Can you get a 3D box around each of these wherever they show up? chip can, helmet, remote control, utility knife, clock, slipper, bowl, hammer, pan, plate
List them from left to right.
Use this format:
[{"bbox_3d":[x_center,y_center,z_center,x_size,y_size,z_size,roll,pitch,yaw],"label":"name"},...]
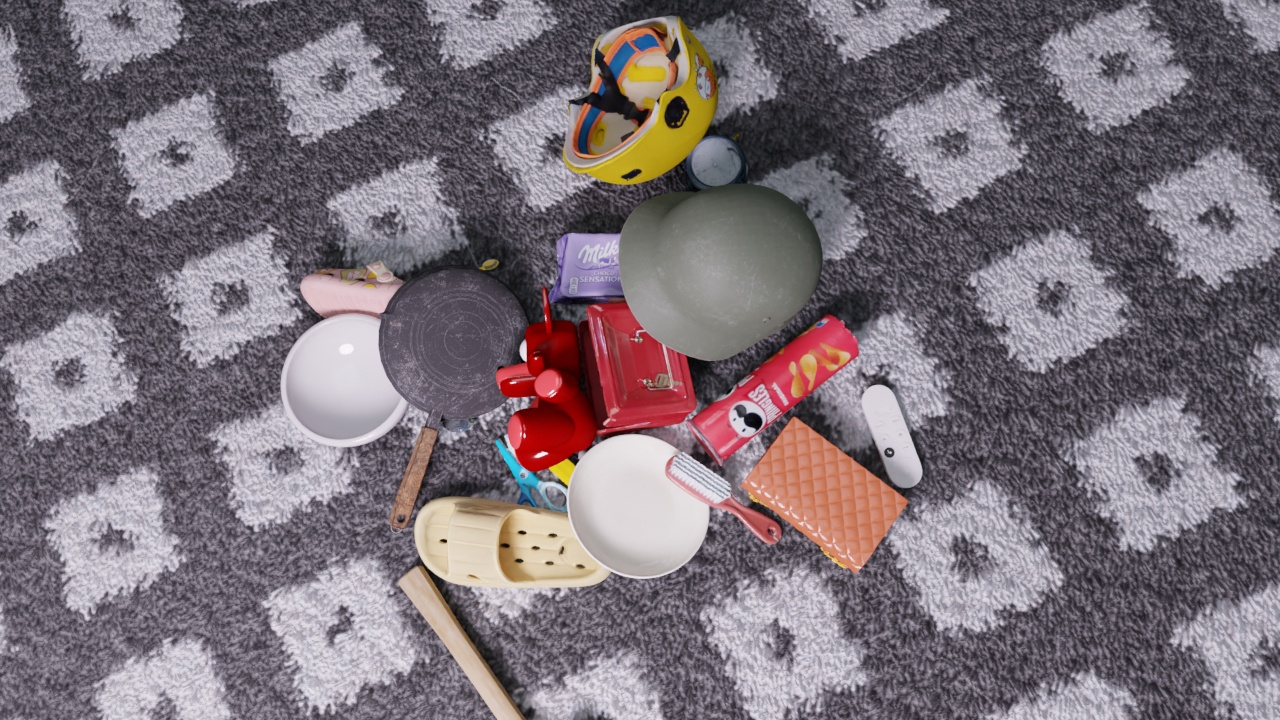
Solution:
[{"bbox_3d":[-0.378,0.030,1.214,0.176,0.066,0.176,-1,77,4],"label":"bowl"},{"bbox_3d":[-0.354,-0.091,1.239,0.197,0.093,0.081,9,53,9],"label":"slipper"},{"bbox_3d":[-0.253,0.048,1.171,0.207,0.040,0.356,20,80,-21],"label":"pan"},{"bbox_3d":[-0.194,0.391,1.129,0.117,0.051,0.323,-39,74,-5],"label":"hammer"},{"bbox_3d":[-0.162,0.235,1.140,0.261,0.079,0.111,5,90,4],"label":"slipper"},{"bbox_3d":[-0.106,0.133,1.195,0.155,0.017,0.030,41,78,11],"label":"utility knife"},{"bbox_3d":[-0.005,0.183,1.145,0.182,0.034,0.182,6,65,-14],"label":"plate"},{"bbox_3d":[0.012,-0.324,1.217,0.209,0.139,0.240,14,80,49],"label":"helmet"},{"bbox_3d":[0.103,-0.246,1.249,0.090,0.052,0.129,0,81,5],"label":"clock"},{"bbox_3d":[0.127,-0.127,1.129,0.267,0.154,0.227,1,77,-32],"label":"helmet"},{"bbox_3d":[0.170,0.035,1.167,0.233,0.073,0.073,-37,77,-5],"label":"chip can"},{"bbox_3d":[0.320,0.097,1.171,0.043,0.013,0.136,-17,76,0],"label":"remote control"}]

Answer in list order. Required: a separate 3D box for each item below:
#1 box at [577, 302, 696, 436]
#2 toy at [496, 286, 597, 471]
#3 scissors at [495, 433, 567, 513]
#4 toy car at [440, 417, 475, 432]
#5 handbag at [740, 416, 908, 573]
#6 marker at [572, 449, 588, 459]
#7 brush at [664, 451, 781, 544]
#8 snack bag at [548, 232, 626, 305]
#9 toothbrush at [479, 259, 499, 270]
[{"bbox_3d":[-0.008,0.012,1.183,0.136,0.123,0.157,-5,73,-15],"label":"box"},{"bbox_3d":[-0.118,0.029,1.139,0.120,0.158,0.197,-5,71,-1],"label":"toy"},{"bbox_3d":[-0.155,0.158,1.196,0.083,0.015,0.140,-39,80,-2],"label":"scissors"},{"bbox_3d":[-0.246,0.042,1.219,0.048,0.032,0.105,-9,90,1],"label":"toy car"},{"bbox_3d":[0.223,0.168,1.137,0.172,0.060,0.108,37,77,9],"label":"handbag"},{"bbox_3d":[-0.056,0.130,1.193,0.138,0.016,0.022,29,58,10],"label":"marker"},{"bbox_3d":[0.107,0.171,1.146,0.172,0.030,0.040,34,62,0],"label":"brush"},{"bbox_3d":[-0.017,-0.118,1.226,0.205,0.058,0.096,2,74,7],"label":"snack bag"},{"bbox_3d":[-0.258,-0.111,1.263,0.135,0.016,0.021,-23,81,-1],"label":"toothbrush"}]
